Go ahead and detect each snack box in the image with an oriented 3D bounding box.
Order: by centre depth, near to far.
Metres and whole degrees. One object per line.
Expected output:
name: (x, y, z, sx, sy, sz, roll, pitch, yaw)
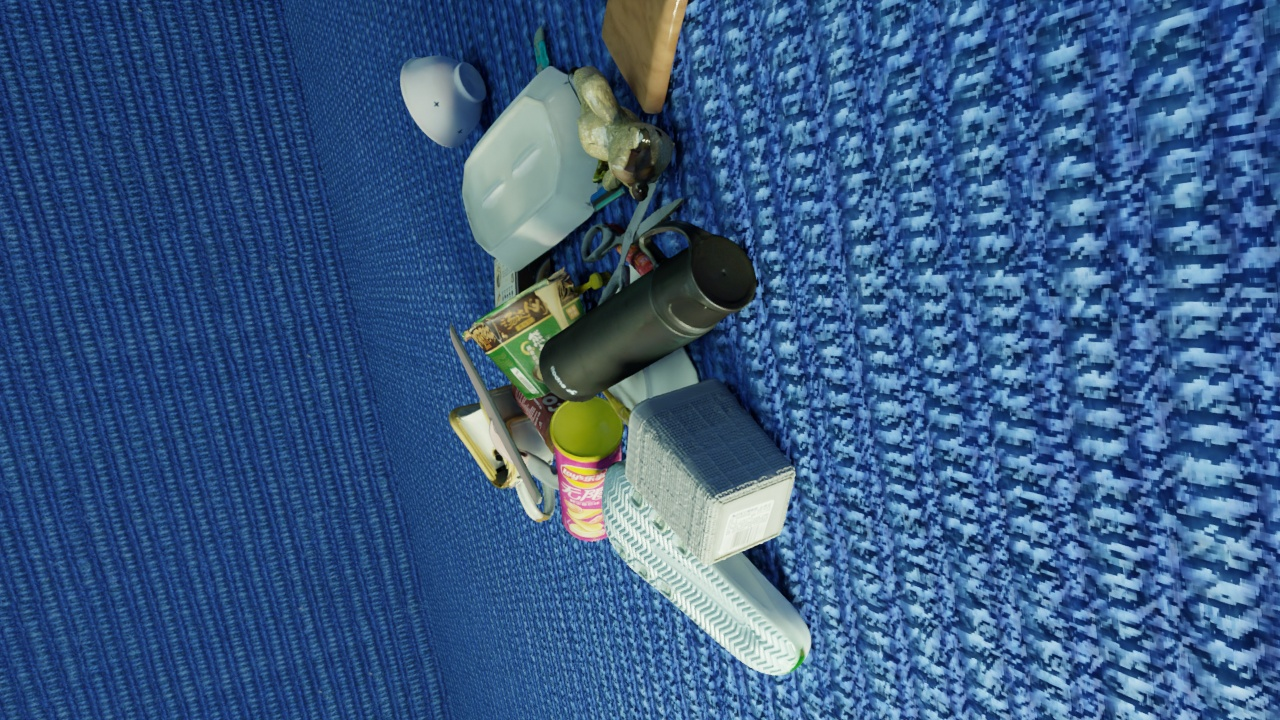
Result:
snack box: (-0.109, -0.020, 0.979, 0.105, 0.117, 0.118, 58, 162, -4)
snack box: (-0.146, -0.070, 1.100, 0.113, 0.053, 0.125, 169, 99, -68)

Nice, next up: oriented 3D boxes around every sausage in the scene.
sausage: (0.002, -0.089, 0.827, 0.156, 0.020, 0.020, 50, 146, 45)

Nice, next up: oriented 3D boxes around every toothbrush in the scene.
toothbrush: (-0.010, 0.050, 0.854, 0.191, 0.016, 0.018, 47, 138, 44)
toothbrush: (-0.070, -0.074, 1.003, 0.190, 0.016, 0.015, -15, 91, 68)

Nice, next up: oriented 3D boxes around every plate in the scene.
plate: (-0.005, 0.005, 0.880, 0.163, 0.034, 0.165, 65, 155, 22)
plate: (-0.127, -0.194, 0.965, 0.266, 0.034, 0.162, -23, 81, 54)

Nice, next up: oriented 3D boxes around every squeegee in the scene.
squeegee: (-0.134, 0.109, 1.064, 0.247, 0.040, 0.250, 56, 179, 32)

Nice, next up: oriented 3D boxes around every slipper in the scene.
slipper: (0.056, 0.167, 0.797, 0.245, 0.074, 0.104, 39, 139, 30)

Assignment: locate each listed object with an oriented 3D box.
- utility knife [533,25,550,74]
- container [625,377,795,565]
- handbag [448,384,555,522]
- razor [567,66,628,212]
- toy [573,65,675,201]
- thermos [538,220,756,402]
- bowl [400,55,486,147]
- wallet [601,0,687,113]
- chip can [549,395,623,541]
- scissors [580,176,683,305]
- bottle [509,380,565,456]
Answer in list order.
utility knife: (-0.093, -0.261, 0.945, 0.029, 0.013, 0.157, 15, 118, 64)
container: (0.056, 0.089, 0.727, 0.114, 0.090, 0.090, 48, 145, 42)
handbag: (-0.152, 0.118, 1.173, 0.178, 0.063, 0.163, 58, -168, 4)
razor: (-0.042, -0.209, 0.849, 0.043, 0.022, 0.142, -27, 73, 36)
toy: (-0.021, -0.196, 0.770, 0.157, 0.066, 0.105, -119, 19, -45)
thermos: (-0.007, -0.038, 0.757, 0.090, 0.068, 0.243, 57, 143, -1)
bowl: (-0.230, -0.330, 1.132, 0.065, 0.118, 0.118, -18, 86, 28)
wallet: (0.000, -0.270, 0.724, 0.101, 0.020, 0.115, 105, 145, -47)
chip can: (-0.054, 0.120, 0.967, 0.211, 0.071, 0.071, 93, 153, -57)
scissors: (-0.012, -0.106, 0.812, 0.175, 0.014, 0.159, 27, 115, 57)
bottle: (-0.116, 0.054, 1.129, 0.175, 0.057, 0.058, 46, 143, 49)
